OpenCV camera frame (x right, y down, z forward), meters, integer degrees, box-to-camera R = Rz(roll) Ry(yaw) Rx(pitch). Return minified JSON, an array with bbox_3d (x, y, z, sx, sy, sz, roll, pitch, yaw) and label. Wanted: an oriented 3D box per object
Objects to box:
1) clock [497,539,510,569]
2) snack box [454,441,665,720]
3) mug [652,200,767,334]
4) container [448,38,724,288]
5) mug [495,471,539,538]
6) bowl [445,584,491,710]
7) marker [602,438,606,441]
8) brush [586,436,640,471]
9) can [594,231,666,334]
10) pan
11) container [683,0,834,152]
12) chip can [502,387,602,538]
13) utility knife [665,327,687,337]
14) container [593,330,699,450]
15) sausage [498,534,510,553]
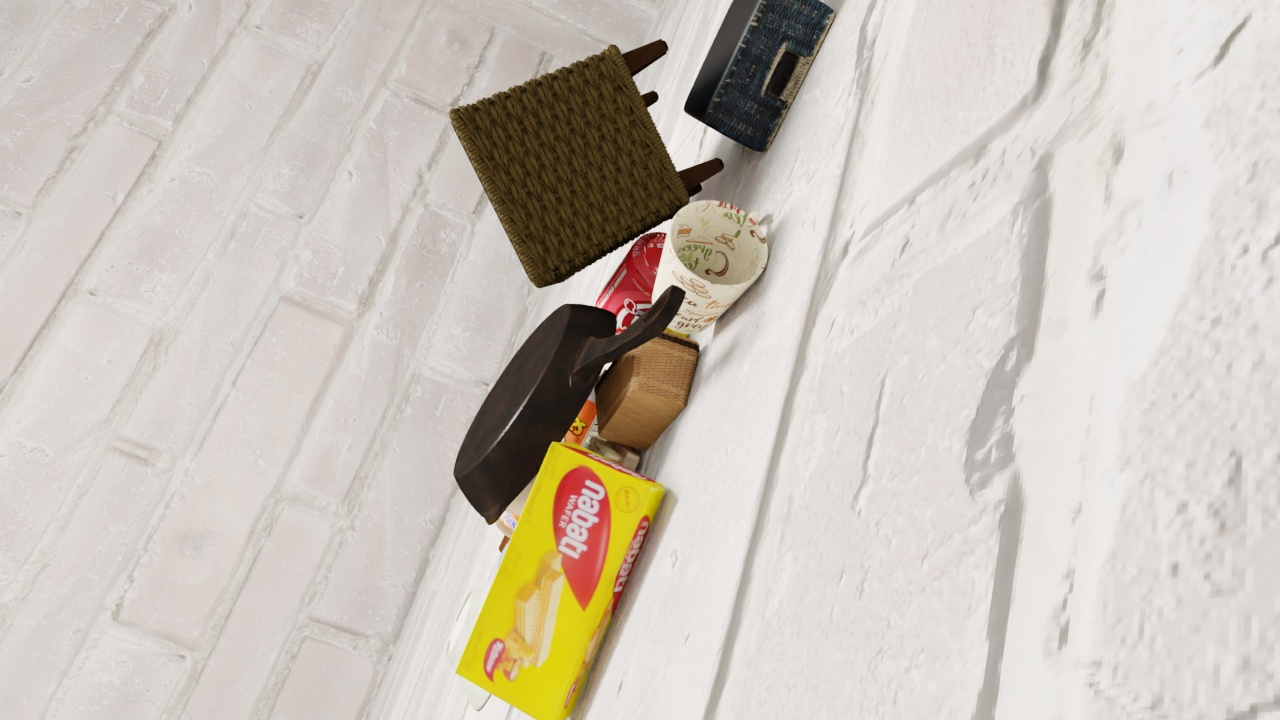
[{"bbox_3d":[-0.081,0.197,0.786,0.124,0.088,0.052,-66,17,-10],"label":"clock"},{"bbox_3d":[-0.062,0.172,0.719,0.200,0.092,0.042,-67,-20,-1],"label":"snack box"},{"bbox_3d":[0.061,-0.083,0.763,0.121,0.081,0.097,-49,-7,-30],"label":"mug"},{"bbox_3d":[-0.045,-0.202,0.967,0.205,0.176,0.321,-26,6,2],"label":"container"},{"bbox_3d":[-0.104,0.143,0.961,0.085,0.104,0.112,-100,33,-71],"label":"mug"},{"bbox_3d":[-0.198,0.334,1.134,0.177,0.058,0.176,-158,91,-79],"label":"bowl"},{"bbox_3d":[-0.044,0.104,0.988,0.014,0.014,0.133,-87,23,-61],"label":"marker"},{"bbox_3d":[-0.030,0.100,0.869,0.117,0.039,0.049,-156,88,-80],"label":"brush"},{"bbox_3d":[0.003,-0.073,0.965,0.143,0.074,0.074,131,159,-58],"label":"can"},{"bbox_3d":[-0.073,0.013,0.816,0.357,0.043,0.248,-36,25,51],"label":"pan"},{"bbox_3d":[0.110,-0.298,0.925,0.187,0.071,0.145,-101,36,-71],"label":"container"},{"bbox_3d":[-0.091,0.117,1.058,0.062,0.062,0.211,-92,28,-66],"label":"chip can"},{"bbox_3d":[0.014,0.004,0.882,0.171,0.029,0.020,-62,8,21],"label":"utility knife"},{"bbox_3d":[0.002,0.029,0.814,0.114,0.063,0.061,126,156,-50],"label":"container"},{"bbox_3d":[-0.142,0.193,1.211,0.155,0.040,0.040,-66,11,3],"label":"sausage"}]
